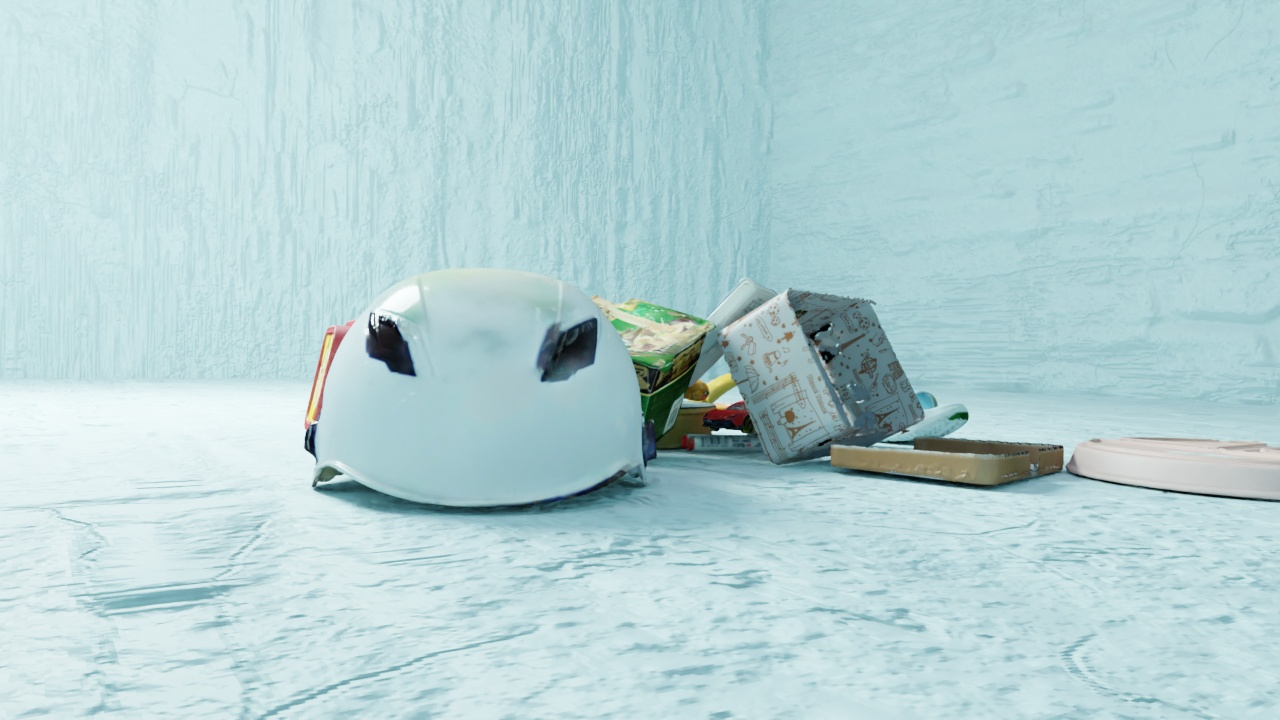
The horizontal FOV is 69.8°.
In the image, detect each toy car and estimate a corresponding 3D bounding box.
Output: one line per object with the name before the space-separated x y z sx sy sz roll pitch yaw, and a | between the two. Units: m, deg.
toy car | 0.104 0.053 0.866 0.106 0.031 0.049 -1 0 -44

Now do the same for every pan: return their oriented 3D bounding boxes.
pan | 0.036 0.044 0.992 0.356 0.078 0.198 1 1 -43

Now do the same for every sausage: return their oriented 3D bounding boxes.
sausage | 0.012 0.019 0.911 0.021 0.021 0.165 1 7 -39

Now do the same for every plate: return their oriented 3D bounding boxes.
plate | 0.456 0.080 0.711 0.229 0.028 0.229 1 1 0

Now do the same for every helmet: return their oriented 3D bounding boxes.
helmet | -0.102 0.010 0.620 0.229 0.146 0.259 1 1 -6

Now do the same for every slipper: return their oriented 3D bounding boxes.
slipper | 0.254 0.051 1.042 0.246 0.074 0.103 0 -2 44

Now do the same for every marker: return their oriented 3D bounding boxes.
marker | 0.111 0.077 0.860 0.145 0.017 0.017 1 1 -8

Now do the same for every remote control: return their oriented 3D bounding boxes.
remote control | 0.067 -0.022 0.818 0.024 0.125 0.049 53 21 27

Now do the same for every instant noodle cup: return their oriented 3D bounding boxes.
instant noodle cup | -0.234 0.029 0.848 0.123 0.116 0.116 13 -5 -23

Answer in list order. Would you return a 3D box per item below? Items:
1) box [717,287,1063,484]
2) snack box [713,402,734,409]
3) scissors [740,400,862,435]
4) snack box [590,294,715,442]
box | 0.200 0.043 0.772 0.269 0.136 0.179 39 22 33
snack box | 0.108 0.070 1.202 0.153 0.026 0.075 1 1 -30
scissors | 0.179 0.055 0.934 0.163 0.014 0.165 -24 13 -40
snack box | -0.013 0.017 0.776 0.118 0.106 0.118 18 27 23
